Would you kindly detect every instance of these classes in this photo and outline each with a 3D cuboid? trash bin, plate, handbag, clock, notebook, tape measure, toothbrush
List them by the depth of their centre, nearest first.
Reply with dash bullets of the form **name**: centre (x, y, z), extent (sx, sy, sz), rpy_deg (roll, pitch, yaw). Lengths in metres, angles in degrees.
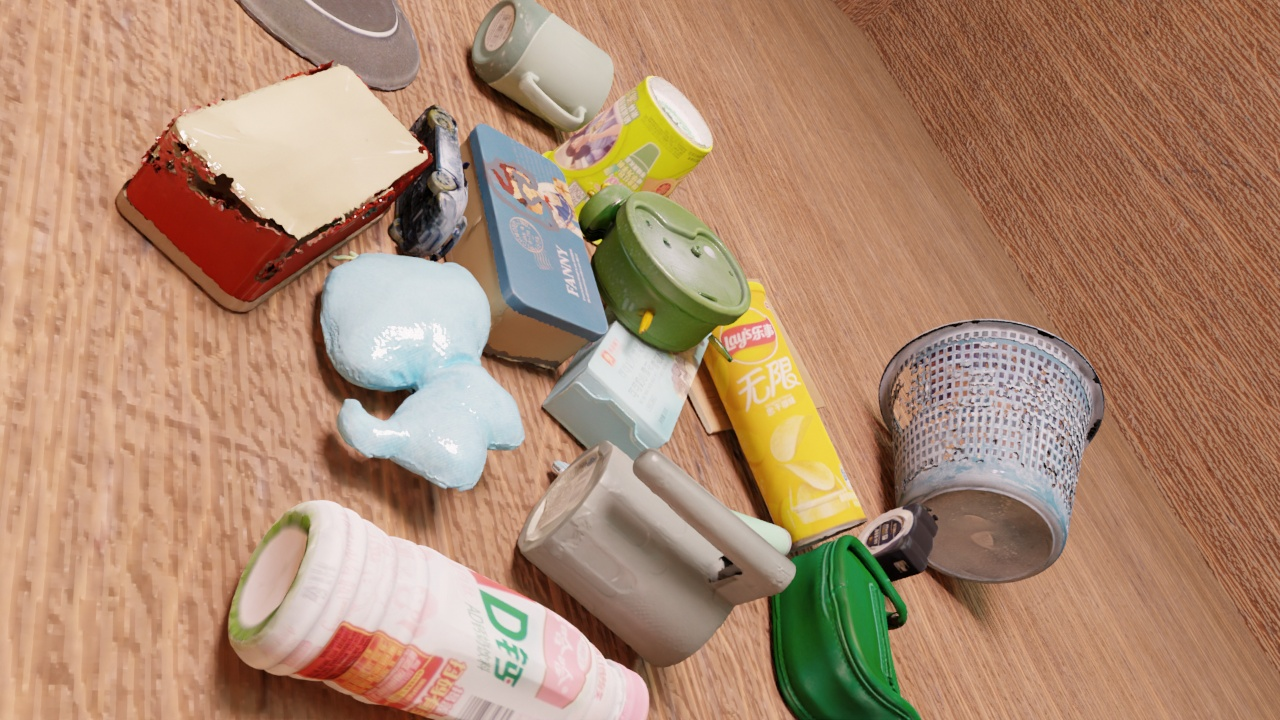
- **toothbrush**: centre (0.028, 0.104, 0.626), extent (0.224, 0.026, 0.027), rpy_deg (25, 8, -40)
- **handbag**: centre (0.152, 0.199, 0.653), extent (0.120, 0.068, 0.131), rpy_deg (39, 31, -25)
- **clock**: centre (0.014, -0.074, 0.672), extent (0.116, 0.056, 0.161), rpy_deg (17, 40, -42)
- **plate**: centre (-0.235, -0.279, 0.683), extent (0.179, 0.024, 0.179), rpy_deg (36, 32, -27)
- **tape measure**: centre (0.221, 0.160, 0.800), extent (0.033, 0.066, 0.065), rpy_deg (51, 44, -8)
- **notebook**: centre (0.087, -0.012, 0.840), extent (0.211, 0.012, 0.149), rpy_deg (-6, 65, -53)
- **trash bin**: centre (0.342, 0.103, 0.920), extent (0.226, 0.227, 0.194), rpy_deg (44, 42, -15)

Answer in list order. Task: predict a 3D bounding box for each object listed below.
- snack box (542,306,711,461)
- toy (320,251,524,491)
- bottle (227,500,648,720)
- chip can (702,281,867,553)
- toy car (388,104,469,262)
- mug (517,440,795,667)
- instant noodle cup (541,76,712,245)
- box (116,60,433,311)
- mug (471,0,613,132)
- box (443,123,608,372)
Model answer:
- **snack box**: centre (-0.004, 0.004, 0.665), extent (0.074, 0.052, 0.174), rpy_deg (45, 29, -10)
- **toy**: centre (-0.123, -0.006, 0.503), extent (0.156, 0.050, 0.161), rpy_deg (43, 33, 3)
- **bottle**: centre (-0.076, 0.128, 0.406), extent (0.197, 0.068, 0.068), rpy_deg (35, 33, -34)
- **chip can**: centre (0.107, 0.044, 0.742), extent (0.072, 0.072, 0.213), rpy_deg (4, 60, -54)
- **toy car**: centre (-0.138, -0.118, 0.607), extent (0.036, 0.054, 0.120), rpy_deg (23, 39, -38)
- **mug**: centre (0.007, 0.099, 0.501), extent (0.103, 0.124, 0.083), rpy_deg (42, 48, -13)
- **instant noodle cup**: centre (-0.007, -0.174, 0.790), extent (0.111, 0.124, 0.111), rpy_deg (36, 32, -28)
- **box**: centre (-0.186, -0.108, 0.501), extent (0.091, 0.077, 0.168), rpy_deg (46, 28, -11)
- **mug**: centre (-0.086, -0.253, 0.810), extent (0.106, 0.082, 0.111), rpy_deg (24, 41, -43)
- **box**: centre (-0.084, -0.073, 0.628), extent (0.089, 0.061, 0.184), rpy_deg (19, 41, -44)
